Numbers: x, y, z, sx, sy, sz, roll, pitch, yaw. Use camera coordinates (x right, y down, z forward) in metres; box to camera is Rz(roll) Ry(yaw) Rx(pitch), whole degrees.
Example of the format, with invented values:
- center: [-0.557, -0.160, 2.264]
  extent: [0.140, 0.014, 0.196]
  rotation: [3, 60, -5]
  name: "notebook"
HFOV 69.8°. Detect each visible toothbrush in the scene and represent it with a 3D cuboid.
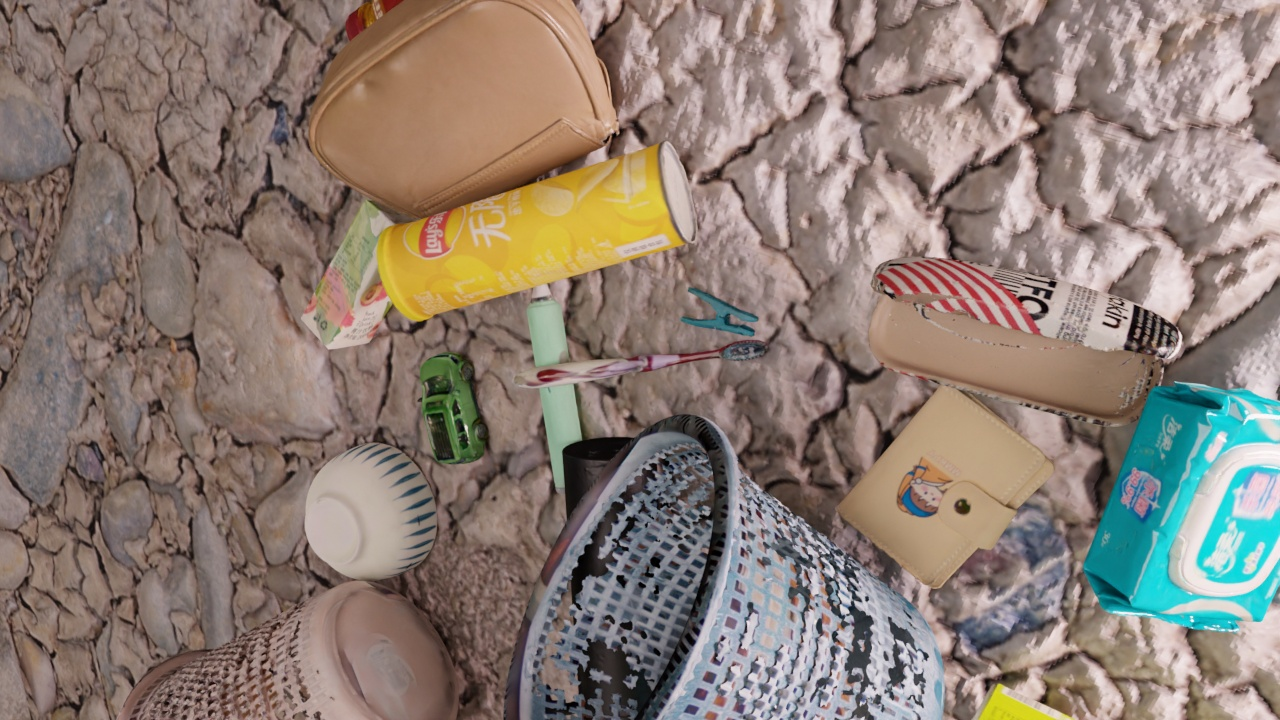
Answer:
- center: [-0.067, -0.011, 0.685]
  extent: [0.027, 0.026, 0.224]
  rotation: [-6, 95, 27]
  name: "toothbrush"
- center: [-0.004, 0.004, 0.644]
  extent: [0.188, 0.017, 0.016]
  rotation: [-7, 95, 17]
  name: "toothbrush"

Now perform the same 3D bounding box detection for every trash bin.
- center: [0.057, 0.175, 0.543]
  extent: [0.195, 0.226, 0.227]
  rotation: [30, 115, -19]
  name: "trash bin"
- center: [-0.265, 0.291, 0.743]
  extent: [0.192, 0.227, 0.227]
  rotation: [-38, 81, 13]
  name: "trash bin"

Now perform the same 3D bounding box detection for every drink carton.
- center: [-0.219, -0.070, 0.735]
  extent: [0.045, 0.053, 0.123]
  rotation: [42, 113, 15]
  name: "drink carton"

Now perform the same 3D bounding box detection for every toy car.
- center: [-0.152, 0.039, 0.731]
  extent: [0.043, 0.036, 0.091]
  rotation: [-12, 89, 29]
  name: "toy car"

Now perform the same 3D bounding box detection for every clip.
- center: [0.054, -0.030, 0.629]
  extent: [0.056, 0.013, 0.039]
  rotation: [22, 108, 23]
  name: "clip"

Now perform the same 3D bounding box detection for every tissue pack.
- center: [0.299, 0.080, 0.484]
  extent: [0.093, 0.050, 0.133]
  rotation: [9, 106, -14]
  name: "tissue pack"

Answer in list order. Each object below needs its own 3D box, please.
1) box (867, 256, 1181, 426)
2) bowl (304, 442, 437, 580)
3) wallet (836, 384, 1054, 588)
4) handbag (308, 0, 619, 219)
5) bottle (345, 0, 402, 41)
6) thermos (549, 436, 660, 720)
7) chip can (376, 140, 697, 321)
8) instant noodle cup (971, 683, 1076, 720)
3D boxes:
- center: [0.212, -0.009, 0.528]
  extent: [0.163, 0.076, 0.088]
  rotation: [13, 121, 22]
  name: "box"
- center: [-0.236, 0.132, 0.769]
  extent: [0.117, 0.066, 0.116]
  rotation: [5, 101, 25]
  name: "bowl"
- center: [0.191, 0.082, 0.575]
  extent: [0.087, 0.024, 0.115]
  rotation: [40, 112, 14]
  name: "wallet"
- center: [-0.121, -0.182, 0.633]
  extent: [0.205, 0.099, 0.148]
  rotation: [-21, 134, 26]
  name: "handbag"
- center: [-0.137, -0.267, 0.659]
  extent: [0.175, 0.057, 0.057]
  rotation: [-16, 91, 28]
  name: "bottle"
- center: [-0.027, 0.182, 0.663]
  extent: [0.068, 0.089, 0.242]
  rotation: [-163, 70, -67]
  name: "thermos"
- center: [-0.072, -0.086, 0.629]
  extent: [0.214, 0.072, 0.072]
  rotation: [-13, 92, 17]
  name: "chip can"
- center: [0.245, 0.258, 0.537]
  extent: [0.123, 0.111, 0.112]
  rotation: [27, 109, 28]
  name: "instant noodle cup"
